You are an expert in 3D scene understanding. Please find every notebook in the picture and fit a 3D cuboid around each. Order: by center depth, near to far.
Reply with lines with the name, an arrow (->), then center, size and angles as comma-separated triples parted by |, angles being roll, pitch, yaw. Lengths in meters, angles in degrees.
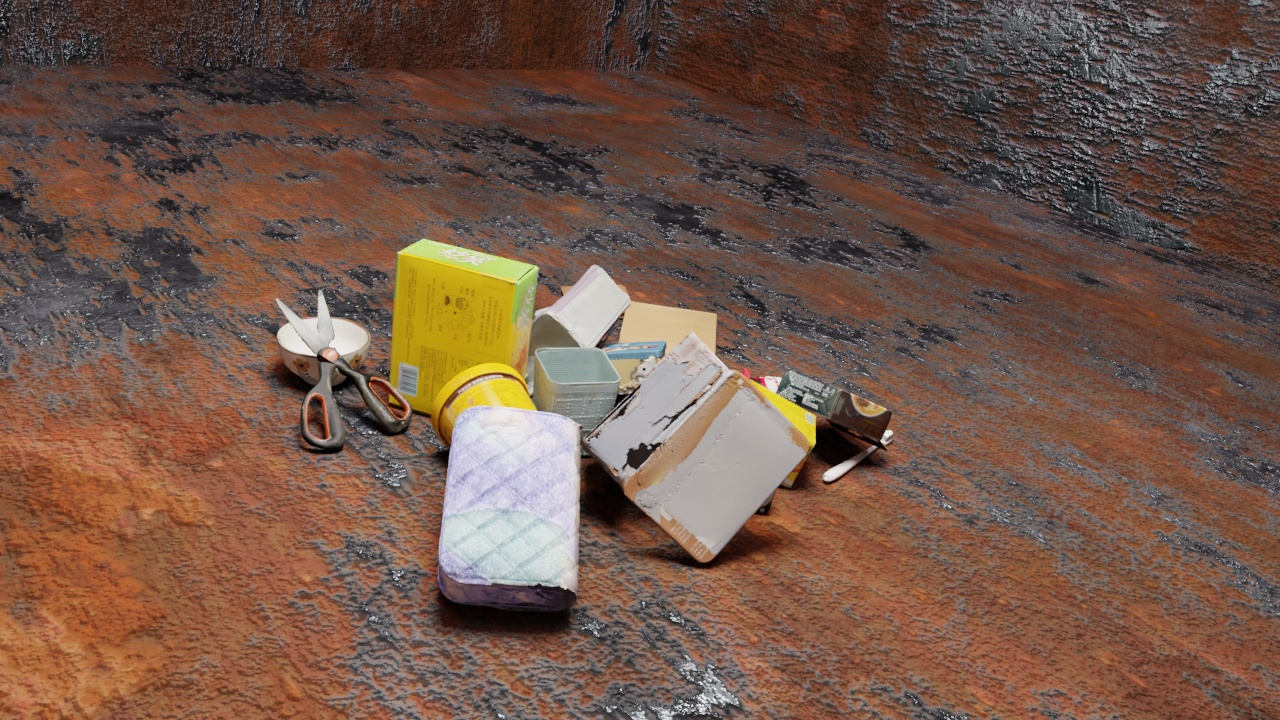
notebook -> 0.042, -0.030, 1.415 | 0.149, 0.012, 0.211 | 8, 32, 1

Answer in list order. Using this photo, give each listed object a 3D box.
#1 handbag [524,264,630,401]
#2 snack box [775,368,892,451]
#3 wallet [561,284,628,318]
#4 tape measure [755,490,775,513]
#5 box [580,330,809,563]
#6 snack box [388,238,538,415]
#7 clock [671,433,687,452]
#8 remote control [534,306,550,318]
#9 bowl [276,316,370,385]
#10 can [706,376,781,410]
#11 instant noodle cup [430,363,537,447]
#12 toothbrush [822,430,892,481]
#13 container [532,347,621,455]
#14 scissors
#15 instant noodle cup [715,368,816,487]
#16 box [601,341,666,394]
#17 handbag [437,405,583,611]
handbag -> -0.106, -0.032, 1.261 | 0.098, 0.145, 0.196 | 50, 28, -7
snack box -> 0.259, 0.064, 1.210 | 0.125, 0.053, 0.113 | 21, 3, -33
wallet -> -0.071, -0.099, 1.534 | 0.115, 0.020, 0.101 | 0, 29, -12
tape measure -> 0.124, 0.142, 1.069 | 0.066, 0.066, 0.033 | 8, 28, -4
box -> 0.062, 0.095, 1.015 | 0.193, 0.183, 0.157 | 46, -2, 1
snack box -> -0.219, -0.029, 1.127 | 0.158, 0.210, 0.069 | 15, 25, 10
clock -> 0.026, 0.080, 1.170 | 0.121, 0.055, 0.082 | -16, 36, -36
remote control -> -0.101, -0.076, 1.457 | 0.135, 0.020, 0.056 | -18, 42, -32
bowl -> -0.407, -0.006, 1.183 | 0.113, 0.062, 0.113 | 7, 27, -4
can -> 0.130, 0.053, 1.247 | 0.132, 0.053, 0.053 | -6, 30, -15
instant noodle cup -> -0.161, 0.082, 1.042 | 0.118, 0.119, 0.114 | -9, 40, -33
toothbrush -> 0.290, 0.126, 1.216 | 0.016, 0.016, 0.179 | 26, 31, 34
container -> -0.085, 0.053, 1.122 | 0.089, 0.112, 0.090 | 0, 29, -22
scissors -> -0.371, 0.015, 1.098 | 0.221, 0.022, 0.210 | 34, 45, -7
instant noodle cup -> 0.147, 0.090, 1.144 | 0.123, 0.116, 0.115 | 23, 27, 0
box -> -0.007, 0.007, 1.239 | 0.090, 0.060, 0.184 | -3, 7, 2
handbag -> -0.125, 0.142, 0.898 | 0.134, 0.076, 0.193 | 7, 55, -10
